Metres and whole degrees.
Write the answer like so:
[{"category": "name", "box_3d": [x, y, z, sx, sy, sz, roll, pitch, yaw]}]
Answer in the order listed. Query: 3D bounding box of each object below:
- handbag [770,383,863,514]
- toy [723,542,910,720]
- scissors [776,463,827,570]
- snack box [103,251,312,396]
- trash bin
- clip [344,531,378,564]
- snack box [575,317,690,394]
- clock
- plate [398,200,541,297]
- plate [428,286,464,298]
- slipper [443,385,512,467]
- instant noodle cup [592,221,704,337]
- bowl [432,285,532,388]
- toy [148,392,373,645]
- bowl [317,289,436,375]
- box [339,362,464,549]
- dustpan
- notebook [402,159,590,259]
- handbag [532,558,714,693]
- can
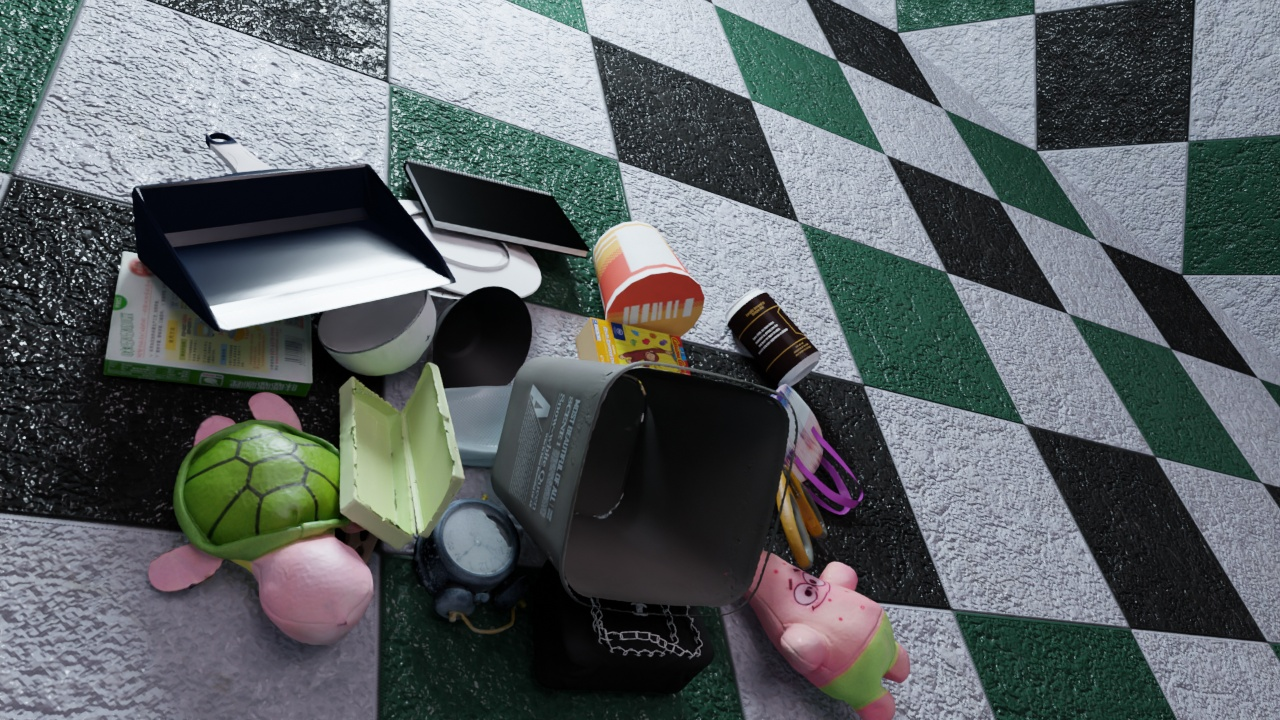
[{"category": "handbag", "box_3d": [0.205, 0.119, 1.133, 0.170, 0.068, 0.144, 44, 41, -3]}, {"category": "toy", "box_3d": [0.178, 0.263, 0.945, 0.237, 0.097, 0.191, 37, 27, 10]}, {"category": "scissors", "box_3d": [0.159, 0.138, 1.001, 0.225, 0.016, 0.224, 58, 18, -23]}, {"category": "snack box", "box_3d": [-0.393, -0.033, 0.848, 0.167, 0.027, 0.131, 9, 46, -30]}, {"category": "trash bin", "box_3d": [-0.015, 0.091, 0.816, 0.197, 0.197, 0.220, 13, 1, -30]}, {"category": "clip", "box_3d": [-0.243, 0.152, 0.787, 0.045, 0.025, 0.062, 32, 43, -8]}, {"category": "snack box", "box_3d": [-0.006, 0.006, 1.091, 0.125, 0.040, 0.088, 11, 46, -29]}, {"category": "clock", "box_3d": [-0.148, 0.181, 0.810, 0.090, 0.052, 0.129, -2, 58, -38]}, {"category": "plate", "box_3d": [-0.209, -0.134, 1.046, 0.208, 0.015, 0.208, 21, 27, -12]}, {"category": "plate", "box_3d": [-0.244, -0.115, 1.021, 0.188, 0.016, 0.188, 21, 27, -12]}, {"category": "slipper", "box_3d": [-0.110, 0.057, 0.939, 0.245, 0.074, 0.104, 1, 53, -35]}, {"category": "instant noodle cup", "box_3d": [0.001, -0.100, 1.145, 0.123, 0.124, 0.121, 9, 40, -31]}, {"category": "bowl", "box_3d": [-0.179, -0.025, 0.962, 0.123, 0.124, 0.052, -13, 28, -44]}, {"category": "toy", "box_3d": [-0.289, 0.122, 0.731, 0.189, 0.088, 0.238, -10, 53, -35]}, {"category": "bowl", "box_3d": [-0.252, -0.029, 0.905, 0.113, 0.063, 0.113, -10, 45, 10]}, {"category": "box", "box_3d": [-0.219, 0.071, 0.794, 0.083, 0.092, 0.188, 19, 20, -29]}, {"category": "dustpan", "box_3d": [-0.348, -0.141, 0.879, 0.235, 0.080, 0.273, -18, 39, -42]}, {"category": "notebook", "box_3d": [-0.177, -0.187, 1.134, 0.206, 0.016, 0.149, 7, 34, -35]}, {"category": "handbag", "box_3d": [-0.013, 0.221, 0.824, 0.153, 0.115, 0.125, 10, 42, -26]}, {"category": "can", "box_3d": [0.178, -0.030, 1.240, 0.071, 0.072, 0.128, -21, 67, -46]}]
